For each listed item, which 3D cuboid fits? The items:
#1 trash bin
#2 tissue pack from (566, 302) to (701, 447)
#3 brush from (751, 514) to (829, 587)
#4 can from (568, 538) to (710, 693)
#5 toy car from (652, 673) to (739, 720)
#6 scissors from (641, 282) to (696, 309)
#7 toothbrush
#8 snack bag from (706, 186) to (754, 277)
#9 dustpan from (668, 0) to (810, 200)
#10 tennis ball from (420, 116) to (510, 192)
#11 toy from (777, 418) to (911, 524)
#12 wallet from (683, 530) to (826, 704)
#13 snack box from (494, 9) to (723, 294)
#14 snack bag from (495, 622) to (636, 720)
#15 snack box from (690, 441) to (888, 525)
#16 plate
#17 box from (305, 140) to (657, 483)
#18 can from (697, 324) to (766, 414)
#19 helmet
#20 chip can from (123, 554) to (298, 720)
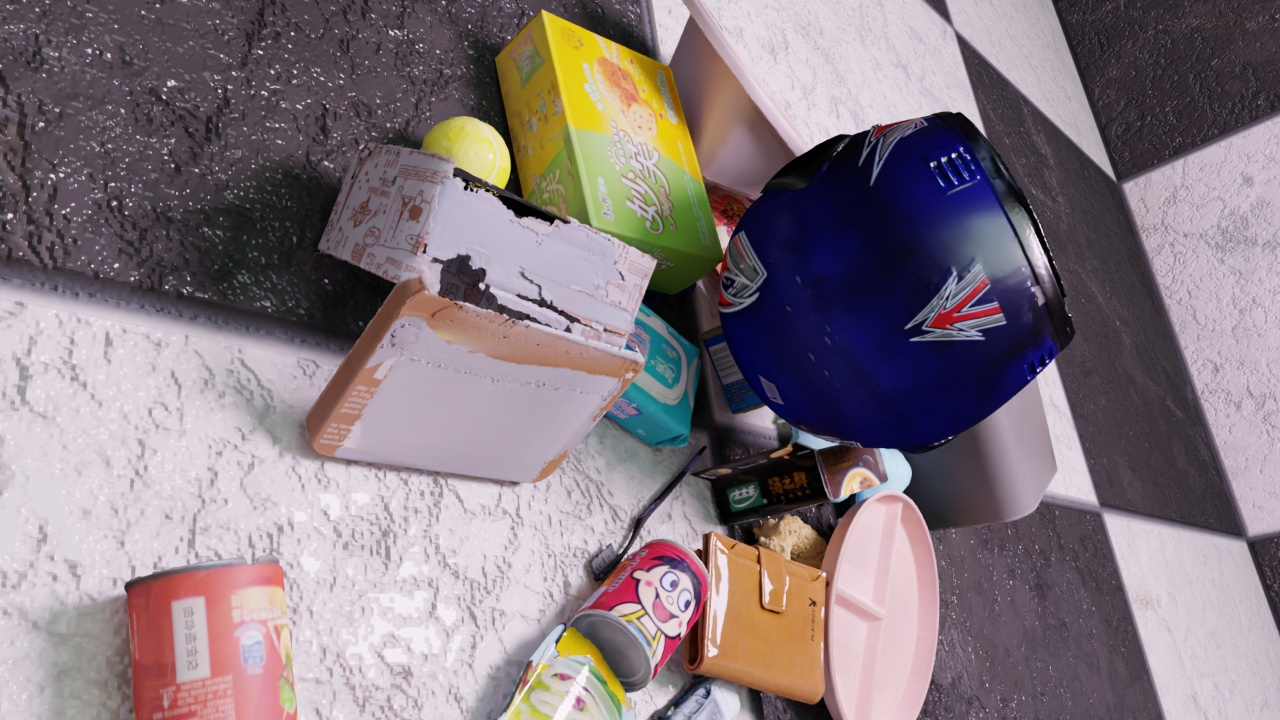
[{"bbox_3d":[0.324,0.049,0.983,0.198,0.199,0.220,-29,100,-50],"label":"trash bin"},{"bbox_3d":[-0.004,0.004,0.732,0.133,0.050,0.093,37,45,-31],"label":"tissue pack"},{"bbox_3d":[0.183,0.196,0.858,0.254,0.046,0.083,20,57,-46],"label":"brush"},{"bbox_3d":[0.002,0.173,0.634,0.066,0.067,0.093,59,39,-7],"label":"can"},{"bbox_3d":[0.044,0.258,0.665,0.090,0.034,0.043,-21,84,-53],"label":"toy car"},{"bbox_3d":[-0.007,-0.118,0.826,0.165,0.012,0.156,39,45,-25],"label":"scissors"},{"bbox_3d":[0.010,0.113,0.721,0.017,0.014,0.188,48,39,0],"label":"toothbrush"},{"bbox_3d":[0.125,-0.135,0.956,0.207,0.073,0.128,-32,96,-44],"label":"snack bag"},{"bbox_3d":[0.128,-0.250,0.885,0.273,0.139,0.222,9,39,-28],"label":"dustpan"},{"bbox_3d":[-0.126,-0.141,0.659,0.065,0.066,0.065,25,53,-39],"label":"tennis ball"},{"bbox_3d":[0.203,0.097,0.905,0.156,0.050,0.161,16,81,-20],"label":"toy"},{"bbox_3d":[0.092,0.199,0.710,0.131,0.031,0.107,26,57,-31],"label":"wallet"},{"bbox_3d":[-0.025,-0.171,0.774,0.157,0.070,0.209,7,61,-44],"label":"snack box"},{"bbox_3d":[-0.073,0.250,0.534,0.190,0.039,0.110,-39,112,-50],"label":"snack bag"},{"bbox_3d":[0.128,0.100,0.780,0.125,0.113,0.053,-5,76,-49],"label":"snack box"},{"bbox_3d":[0.217,0.233,0.836,0.229,0.028,0.229,6,82,-50],"label":"plate"},{"bbox_3d":[-0.106,-0.012,0.582,0.182,0.155,0.187,21,92,-41],"label":"box"},{"bbox_3d":[0.111,-0.003,0.862,0.101,0.057,0.083,-21,89,-51],"label":"can"},{"bbox_3d":[0.186,-0.061,0.743,0.247,0.241,0.314,62,18,-12],"label":"helmet"},{"bbox_3d":[-0.184,0.200,0.406,0.073,0.073,0.216,4,68,-48],"label":"chip can"}]
